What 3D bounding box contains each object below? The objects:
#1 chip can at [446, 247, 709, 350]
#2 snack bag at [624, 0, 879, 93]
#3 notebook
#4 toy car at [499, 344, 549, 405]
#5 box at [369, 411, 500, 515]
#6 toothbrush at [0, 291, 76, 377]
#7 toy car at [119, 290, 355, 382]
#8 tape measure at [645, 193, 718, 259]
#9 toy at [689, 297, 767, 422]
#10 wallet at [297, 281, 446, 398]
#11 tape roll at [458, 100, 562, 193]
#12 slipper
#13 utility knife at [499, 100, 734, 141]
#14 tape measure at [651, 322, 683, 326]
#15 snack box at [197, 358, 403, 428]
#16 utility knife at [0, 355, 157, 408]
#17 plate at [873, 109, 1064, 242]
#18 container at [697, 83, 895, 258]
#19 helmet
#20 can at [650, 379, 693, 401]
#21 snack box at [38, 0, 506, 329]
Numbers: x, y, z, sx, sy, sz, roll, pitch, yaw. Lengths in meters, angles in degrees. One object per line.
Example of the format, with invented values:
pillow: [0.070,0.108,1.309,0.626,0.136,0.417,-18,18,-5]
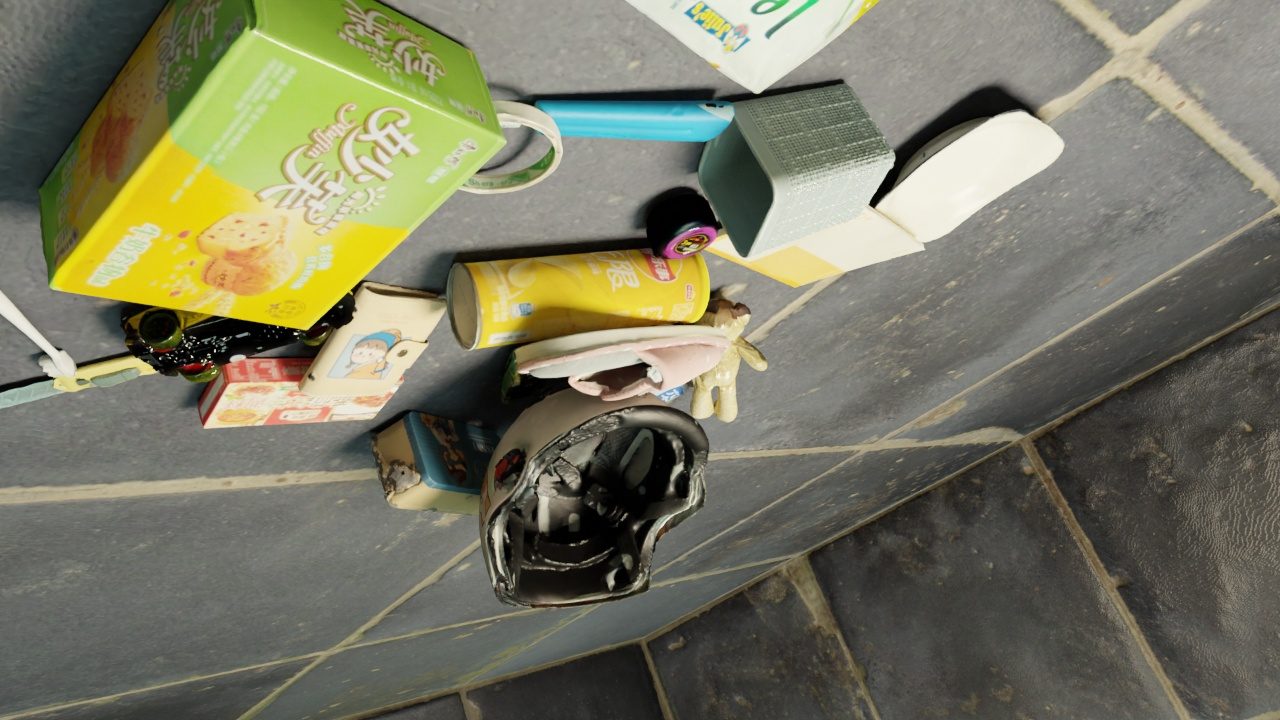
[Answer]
chip can: [-0.048,-0.054,0.762,0.213,0.072,0.072,-9,155,-29]
snack bag: [0.056,-0.236,0.449,0.158,0.068,0.246,-35,155,27]
notebook: [0.165,-0.110,0.865,0.146,0.010,0.206,-16,164,32]
toy car: [-0.114,0.015,0.904,0.043,0.036,0.091,-15,160,-23]
box: [-0.204,0.115,0.987,0.062,0.089,0.184,-31,159,18]
toothbrush: [-0.396,-0.030,0.570,0.016,0.016,0.180,-10,156,-13]
toy car: [-0.279,-0.028,0.647,0.155,0.041,0.071,-17,158,-8]
tape measure: [0.034,-0.111,0.753,0.057,0.039,0.058,-11,160,-27]
toy: [0.081,0.002,0.969,0.105,0.066,0.157,6,128,9]
wallet: [-0.214,-0.014,0.744,0.087,0.024,0.115,8,128,-49]
tape roll: [-0.093,-0.135,0.589,0.086,0.014,0.086,-8,159,-3]
slipper: [-0.005,0.005,0.806,0.114,0.054,0.273,-12,175,30]
utility knife: [-0.038,-0.159,0.602,0.218,0.018,0.034,-6,157,-26]
tape measure: [0.002,-0.032,0.912,0.066,0.033,0.065,-33,154,19]
snack box: [-0.288,0.027,0.786,0.152,0.025,0.075,0,149,-43]
utility knife: [-0.384,0.007,0.674,0.216,0.022,0.031,-11,150,-14]
plate: [0.297,-0.176,0.852,0.165,0.034,0.163,-36,154,33]
container: [0.117,-0.146,0.690,0.111,0.090,0.090,-19,158,-18]
helmet: [-0.064,0.122,0.950,0.229,0.157,0.275,6,118,-33]
can: [-0.010,0.036,1.028,0.135,0.053,0.053,-26,158,10]
snack box: [-0.202,-0.106,0.502,0.211,0.070,0.157,-34,154,29]
